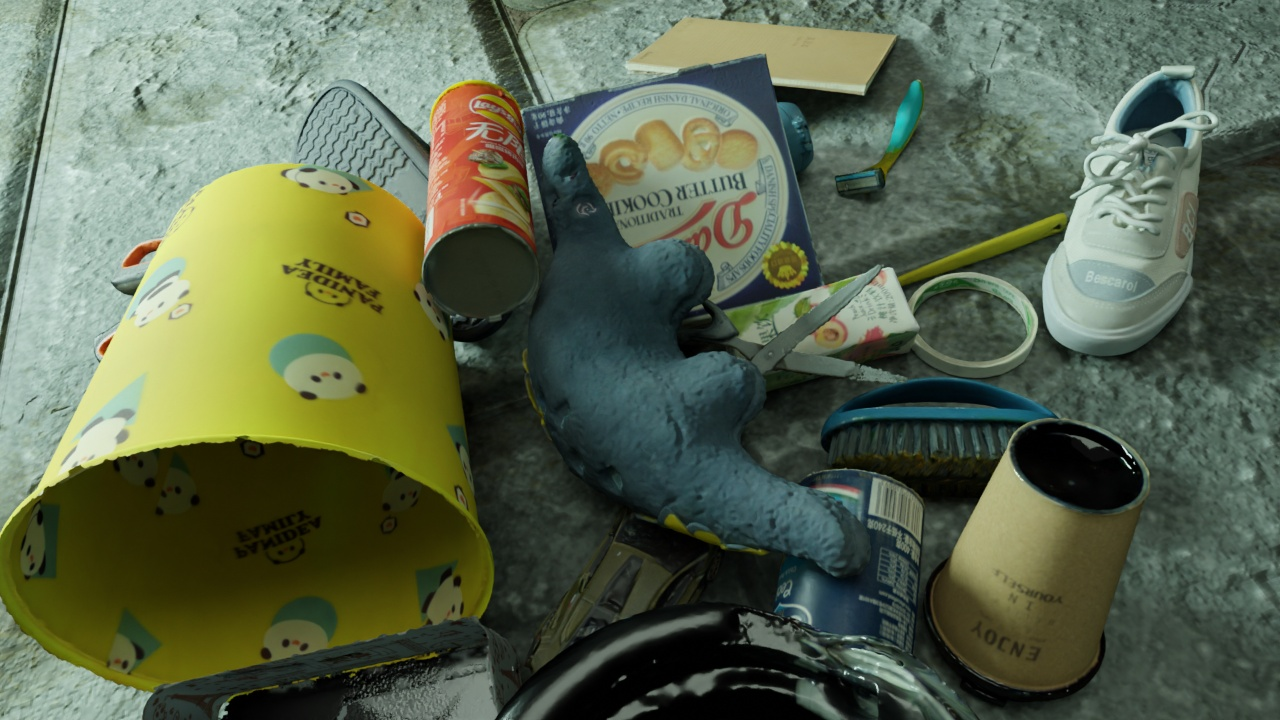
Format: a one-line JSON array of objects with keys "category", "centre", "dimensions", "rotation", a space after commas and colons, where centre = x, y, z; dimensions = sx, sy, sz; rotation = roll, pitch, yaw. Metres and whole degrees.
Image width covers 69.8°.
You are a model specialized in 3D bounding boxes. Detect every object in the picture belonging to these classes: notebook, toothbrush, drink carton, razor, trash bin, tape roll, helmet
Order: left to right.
[{"category": "trash bin", "centre": [-0.208, 0.029, 0.542], "dimensions": [0.229, 0.230, 0.254], "rotation": [-13, 46, 0]}, {"category": "notebook", "centre": [0.113, -0.279, 0.831], "dimensions": [0.212, 0.012, 0.149], "rotation": [12, 39, 19]}, {"category": "helmet", "centre": [0.063, 0.240, 0.360], "dimensions": [0.274, 0.157, 0.229], "rotation": [29, 64, 36]}, {"category": "drink carton", "centre": [0.119, -0.017, 0.622], "dimensions": [0.122, 0.045, 0.053], "rotation": [-16, 64, 0]}, {"category": "razor", "centre": [0.205, -0.182, 0.748], "dimensions": [0.043, 0.028, 0.132], "rotation": [-3, 47, 49]}, {"category": "toothbrush", "centre": [0.221, -0.073, 0.668], "dimensions": [0.190, 0.016, 0.016], "rotation": [-20, 45, -5]}, {"category": "tape roll", "centre": [0.226, -0.025, 0.630], "dimensions": [0.086, 0.014, 0.085], "rotation": [-5, 51, 7]}]

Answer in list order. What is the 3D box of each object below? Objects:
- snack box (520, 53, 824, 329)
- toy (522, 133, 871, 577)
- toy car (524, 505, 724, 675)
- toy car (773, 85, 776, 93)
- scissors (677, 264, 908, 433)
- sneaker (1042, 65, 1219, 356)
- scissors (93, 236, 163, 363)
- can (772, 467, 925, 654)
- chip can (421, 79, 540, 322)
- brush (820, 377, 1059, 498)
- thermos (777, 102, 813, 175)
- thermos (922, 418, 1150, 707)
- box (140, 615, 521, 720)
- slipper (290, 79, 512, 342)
[{"category": "snack box", "centre": [0.023, -0.111, 0.659], "dimensions": [0.178, 0.046, 0.182], "rotation": [-14, 83, -1]}, {"category": "toy", "centre": [-0.003, 0.003, 0.555], "dimensions": [0.138, 0.091, 0.356], "rotation": [-45, 55, 23]}, {"category": "toy car", "centre": [-0.004, 0.133, 0.532], "dimensions": [0.070, 0.042, 0.157], "rotation": [20, 56, 23]}, {"category": "toy car", "centre": [0.066, -0.238, 0.814], "dimensions": [0.106, 0.031, 0.049], "rotation": [18, 40, 24]}, {"category": "scissors", "centre": [0.078, -0.004, 0.581], "dimensions": [0.159, 0.014, 0.181], "rotation": [46, 105, 26]}, {"category": "sneaker", "centre": [0.343, -0.111, 0.628], "dimensions": [0.089, 0.091, 0.241], "rotation": [18, 58, 24]}, {"category": "scissors", "centre": [-0.350, -0.064, 0.731], "dimensions": [0.225, 0.022, 0.204], "rotation": [10, 64, 33]}, {"category": "can", "centre": [0.112, 0.122, 0.495], "dimensions": [0.075, 0.075, 0.110], "rotation": [7, 53, 15]}, {"category": "chip can", "centre": [-0.109, -0.116, 0.617], "dimensions": [0.073, 0.073, 0.216], "rotation": [-13, 39, 0]}, {"category": "brush", "centre": [0.183, 0.044, 0.556], "dimensions": [0.144, 0.055, 0.073], "rotation": [1, 54, 11]}, {"category": "thermos", "centre": [0.033, -0.144, 0.730], "dimensions": [0.220, 0.070, 0.070], "rotation": [-22, 51, -8]}, {"category": "thermos", "centre": [0.199, 0.102, 0.460], "dimensions": [0.093, 0.143, 0.092], "rotation": [-1, 41, 0]}, {"category": "box", "centre": [-0.131, 0.268, 0.422], "dimensions": [0.177, 0.082, 0.260], "rotation": [-13, 64, 0]}, {"category": "slipper", "centre": [-0.182, -0.113, 0.738], "dimensions": [0.111, 0.083, 0.268], "rotation": [-48, 70, 11]}]
